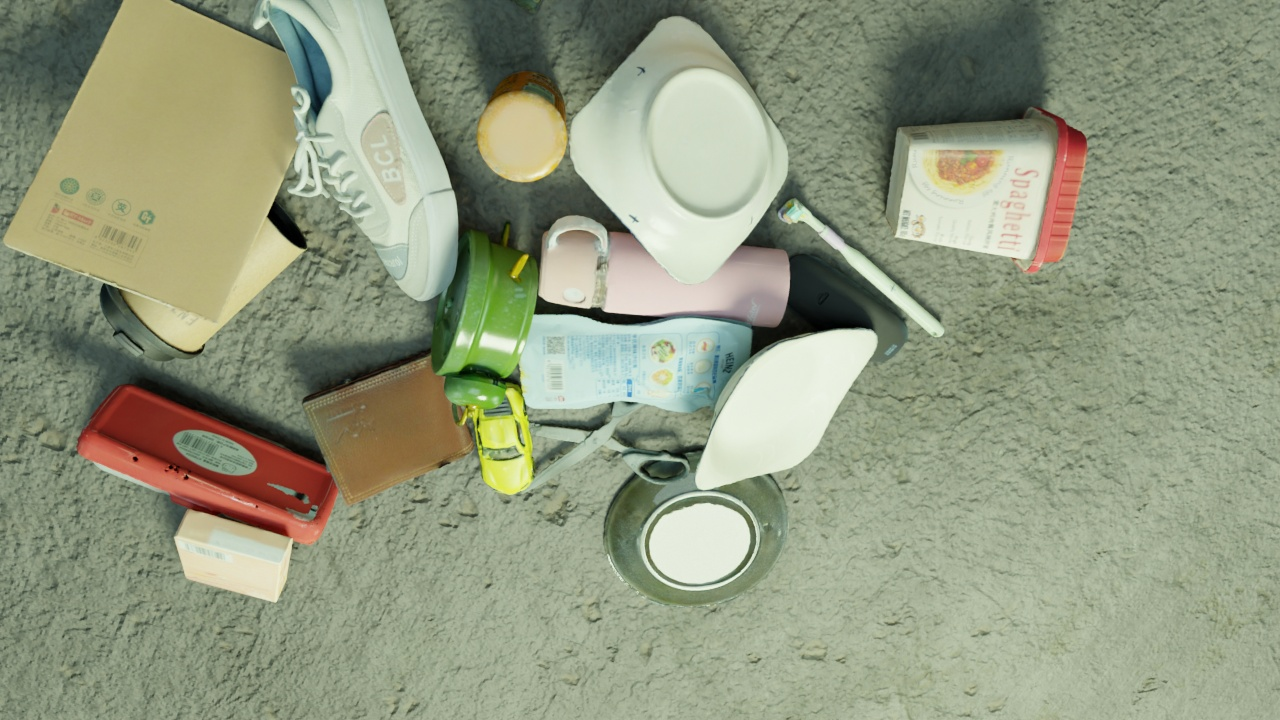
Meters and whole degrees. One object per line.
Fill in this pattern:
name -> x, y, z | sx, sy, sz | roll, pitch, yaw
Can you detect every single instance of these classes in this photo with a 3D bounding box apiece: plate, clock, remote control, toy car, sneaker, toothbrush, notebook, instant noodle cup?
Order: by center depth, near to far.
notebook -> -0.333, -0.148, 0.658 | 0.147, 0.008, 0.207 | 22, 79, -13
sneaker -> -0.206, -0.150, 0.662 | 0.090, 0.090, 0.242 | -29, 114, -36
plate -> 0.042, -0.157, 0.678 | 0.163, 0.034, 0.164 | 46, 68, -24
instant noodle cup -> 0.262, -0.137, 0.717 | 0.124, 0.116, 0.116 | 5, 113, 6
clock -> -0.128, -0.025, 0.726 | 0.056, 0.116, 0.161 | 13, 109, -21
plate -> 0.116, 0.033, 0.780 | 0.163, 0.034, 0.165 | -7, 133, -40
toothbrush -> 0.193, -0.075, 0.782 | 0.189, 0.029, 0.020 | 35, 65, -19
remote control -> 0.176, -0.042, 0.791 | 0.136, 0.024, 0.053 | 32, 108, -17
toy car -> -0.121, 0.070, 0.805 | 0.048, 0.032, 0.105 | -6, 107, 2
plate -> 0.055, 0.168, 0.872 | 0.179, 0.024, 0.180 | -2, 113, -4

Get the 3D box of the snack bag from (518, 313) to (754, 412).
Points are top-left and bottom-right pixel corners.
snack bag -> -0.005, 0.004, 0.766 | 0.191, 0.038, 0.110 | 0, 127, 1

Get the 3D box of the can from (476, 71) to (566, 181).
can -> -0.081, -0.169, 0.649 | 0.058, 0.146, 0.058 | -2, 113, -4

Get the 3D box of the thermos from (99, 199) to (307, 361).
thermos -> -0.334, -0.068, 0.707 | 0.143, 0.093, 0.093 | -35, 112, 2

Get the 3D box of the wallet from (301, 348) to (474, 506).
wallet -> -0.214, 0.055, 0.786 | 0.124, 0.032, 0.101 | -22, 110, -13

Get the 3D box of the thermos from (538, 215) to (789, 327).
thermos -> 0.019, -0.074, 0.736 | 0.198, 0.067, 0.087 | 7, 143, -7

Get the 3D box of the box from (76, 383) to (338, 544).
box -> -0.367, 0.103, 0.785 | 0.201, 0.095, 0.101 | 26, 126, -16

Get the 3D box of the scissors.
scissors -> -0.034, 0.072, 0.825 | 0.159, 0.014, 0.181 | 40, 103, -8

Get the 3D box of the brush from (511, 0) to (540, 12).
brush -> -0.116, -0.312, 0.636 | 0.145, 0.063, 0.069 | 27, 78, -13

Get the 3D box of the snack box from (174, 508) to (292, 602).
snack box -> -0.348, 0.171, 0.790 | 0.084, 0.026, 0.158 | 20, 150, -13
